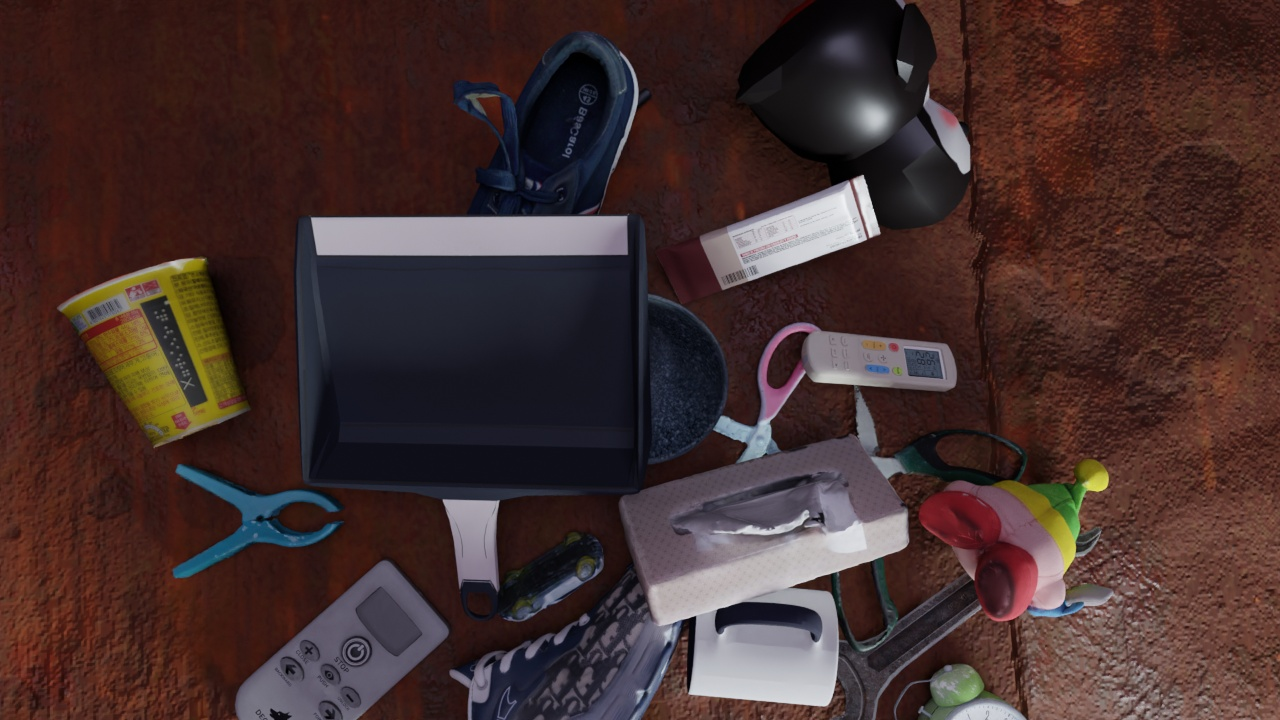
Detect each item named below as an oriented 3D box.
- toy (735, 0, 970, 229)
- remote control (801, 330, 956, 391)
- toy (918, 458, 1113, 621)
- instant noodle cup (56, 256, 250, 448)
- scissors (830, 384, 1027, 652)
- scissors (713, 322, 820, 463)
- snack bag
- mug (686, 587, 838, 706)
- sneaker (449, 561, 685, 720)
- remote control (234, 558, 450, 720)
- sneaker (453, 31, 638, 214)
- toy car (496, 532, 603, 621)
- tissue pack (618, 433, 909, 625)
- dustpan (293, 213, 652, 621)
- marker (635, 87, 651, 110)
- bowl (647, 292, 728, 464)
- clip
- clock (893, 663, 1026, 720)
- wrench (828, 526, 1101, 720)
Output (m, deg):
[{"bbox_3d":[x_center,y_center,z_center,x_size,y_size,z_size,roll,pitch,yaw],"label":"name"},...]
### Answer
[{"bbox_3d":[0.163,-0.169,0.673,0.140,0.159,0.184,-47,108,-18],"label":"toy"},{"bbox_3d":[0.184,0.001,0.704,0.125,0.018,0.038,5,64,-14],"label":"remote control"},{"bbox_3d":[0.285,0.125,0.661,0.131,0.097,0.124,-9,54,-43],"label":"toy"},{"bbox_3d":[-0.330,-0.002,0.642,0.100,0.100,0.112,-22,97,-6],"label":"instant noodle cup"},{"bbox_3d":[0.200,0.121,0.696,0.201,0.015,0.205,7,83,-9],"label":"scissors"},{"bbox_3d":[0.113,0.059,0.706,0.177,0.013,0.170,34,82,-2],"label":"scissors"},{"bbox_3d":[0.094,-0.088,0.680,0.158,0.013,0.057,-19,131,14],"label":"snack bag"},{"bbox_3d":[0.085,0.192,0.640,0.097,0.112,0.078,5,58,1],"label":"mug"},{"bbox_3d":[-0.069,0.235,0.641,0.132,0.103,0.269,30,76,15],"label":"sneaker"},{"bbox_3d":[-0.217,0.220,0.662,0.151,0.019,0.074,-42,89,-7],"label":"remote control"},{"bbox_3d":[-0.089,-0.096,0.641,0.120,0.127,0.294,24,96,-2],"label":"sneaker"},{"bbox_3d":[-0.066,0.161,0.672,0.089,0.038,0.027,-32,123,-6],"label":"toy car"},{"bbox_3d":[0.082,0.106,0.617,0.181,0.103,0.071,-12,122,-7],"label":"tissue pack"},{"bbox_3d":[-0.113,0.045,0.625,0.236,0.080,0.273,1,116,6],"label":"dustpan"},{"bbox_3d":[-0.048,-0.162,0.715,0.152,0.011,0.011,-42,89,-7],"label":"marker"},{"bbox_3d":[-0.004,0.004,0.671,0.137,0.057,0.137,2,116,5],"label":"bowl"},{"bbox_3d":[-0.276,0.107,0.666,0.116,0.026,0.097,-2,88,-5],"label":"clip"},{"bbox_3d":[0.242,0.284,0.682,0.119,0.042,0.094,36,82,-1],"label":"clock"},{"bbox_3d":[0.236,0.186,0.695,0.273,0.010,0.070,-33,61,-8],"label":"wrench"}]
